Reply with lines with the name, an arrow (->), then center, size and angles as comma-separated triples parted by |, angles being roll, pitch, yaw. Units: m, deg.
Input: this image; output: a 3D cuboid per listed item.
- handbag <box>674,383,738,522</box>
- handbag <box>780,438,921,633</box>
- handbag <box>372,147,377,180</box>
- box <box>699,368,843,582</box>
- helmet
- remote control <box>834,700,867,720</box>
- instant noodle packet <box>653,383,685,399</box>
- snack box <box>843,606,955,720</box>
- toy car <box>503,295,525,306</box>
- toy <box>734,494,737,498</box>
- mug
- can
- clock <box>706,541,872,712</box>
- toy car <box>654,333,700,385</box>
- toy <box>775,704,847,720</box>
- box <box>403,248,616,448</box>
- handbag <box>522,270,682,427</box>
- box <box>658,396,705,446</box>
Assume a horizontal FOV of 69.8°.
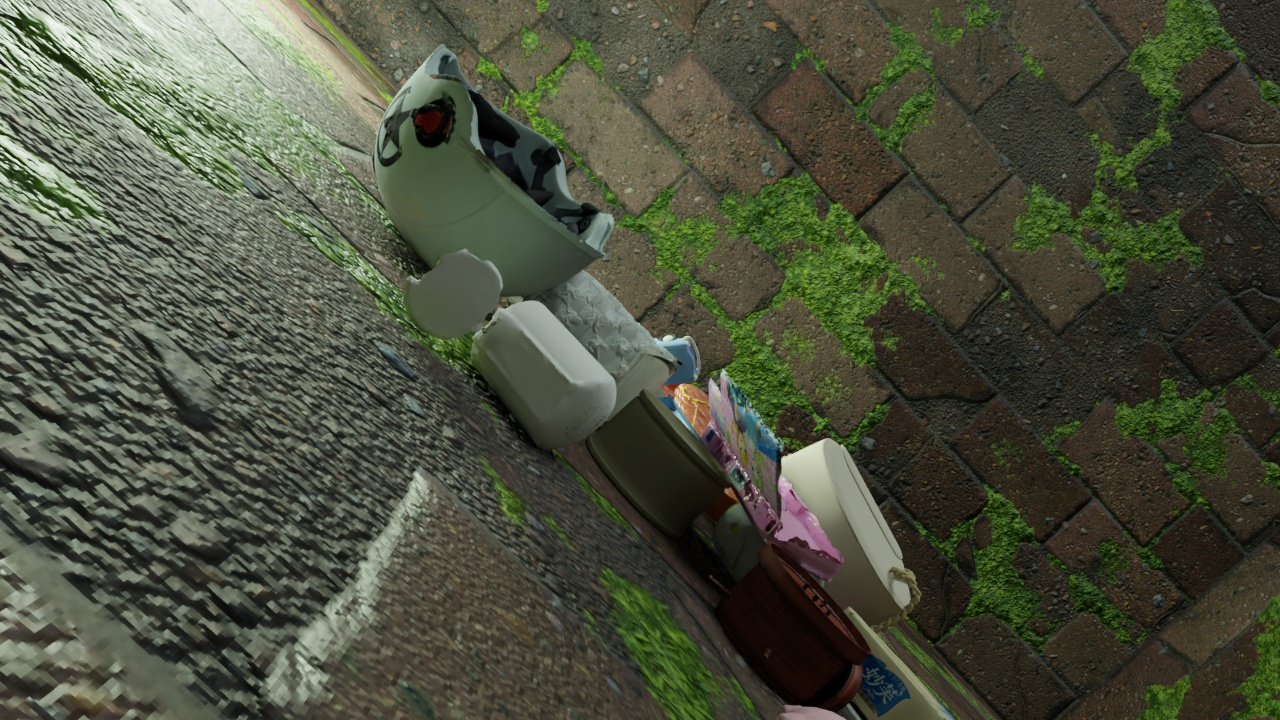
handbag -> 0.085, 0.109, 1.189 | 0.109, 0.060, 0.171 | 42, 26, -18
handbag -> 0.240, 0.194, 1.053 | 0.210, 0.103, 0.208 | 62, 17, 0
handbag -> -0.210, -0.208, 1.030 | 0.166, 0.138, 0.063 | 48, 5, -2
box -> 0.108, 0.104, 0.895 | 0.159, 0.066, 0.230 | 59, 1, -25
helmet -> -0.157, -0.156, 0.894 | 0.236, 0.164, 0.264 | 31, 21, -53
remote control -> 0.212, 0.345, 0.811 | 0.151, 0.019, 0.074 | 47, 0, -24
instant noodle packet -> 0.082, 0.149, 1.297 | 0.164, 0.084, 0.220 | 43, 16, -49
snack box -> 0.258, 0.337, 0.847 | 0.207, 0.055, 0.153 | 47, 1, -34
toy car -> -0.143, -0.068, 1.117 | 0.105, 0.033, 0.048 | 43, 5, 6
toy -> 0.157, 0.210, 1.122 | 0.097, 0.124, 0.131 | 25, -26, 26
mug -> 0.128, 0.201, 0.932 | 0.082, 0.082, 0.106 | 45, 6, -25
can -> 0.019, 0.096, 0.869 | 0.128, 0.073, 0.127 | 46, 4, -4
clock -> 0.129, 0.224, 0.759 | 0.157, 0.072, 0.120 | 42, 6, -41
toy car -> -0.006, 0.006, 1.085 | 0.054, 0.153, 0.056 | -69, 150, -54
toy -> 0.124, 0.252, 0.574 | 0.093, 0.050, 0.102 | 42, -1, 16
box -> -0.094, -0.007, 0.681 | 0.136, 0.083, 0.143 | 47, 9, 25
handbag -> -0.056, -0.018, 0.995 | 0.171, 0.112, 0.123 | 46, -5, -12
box -> 0.014, 0.097, 1.055 | 0.120, 0.049, 0.209 | 7, 20, -21
